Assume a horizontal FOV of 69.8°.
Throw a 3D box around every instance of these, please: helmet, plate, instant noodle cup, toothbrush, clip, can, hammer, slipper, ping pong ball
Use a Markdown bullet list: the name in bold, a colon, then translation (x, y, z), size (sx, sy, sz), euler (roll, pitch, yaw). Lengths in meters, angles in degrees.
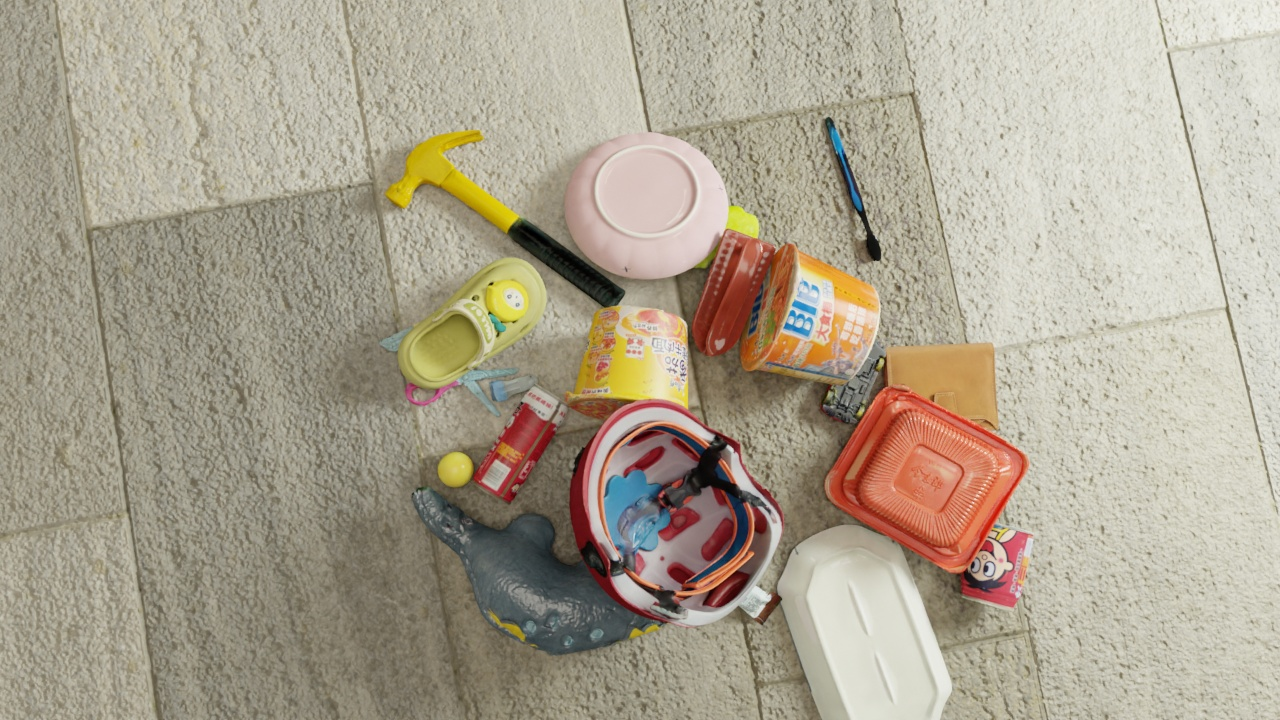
- **helmet**: translation (0.013, 0.162, 0.969), size (0.206, 0.144, 0.240), euler (-41, 99, -32)
- **plate**: translation (0.263, 0.323, 1.059), size (0.162, 0.034, 0.265), euler (-18, 86, -5)
- **instant noodle cup**: translation (0.319, 0.130, 1.033), size (0.189, 0.079, 0.164), euler (29, 93, 16)
- **toothbrush**: translation (0.258, -0.209, 1.116), size (0.014, 0.016, 0.189), euler (-19, 84, 4)
- **instant noodle cup**: translation (-0.006, 0.006, 1.026), size (0.138, 0.138, 0.109), euler (7, 76, -3)
- **clip**: translation (-0.146, 0.030, 1.065), size (0.058, 0.043, 0.027), euler (-16, 89, -20)
- **plate**: translation (0.007, -0.187, 1.061), size (0.192, 0.039, 0.192), euler (0, 70, -1)
- **instant noodle cup**: translation (0.192, -0.044, 1.036), size (0.111, 0.151, 0.151), euler (17, 84, -10)
- **can**: translation (0.410, 0.235, 1.059), size (0.066, 0.066, 0.093), euler (15, 85, -2)
- **hammer**: translation (-0.146, -0.158, 1.078), size (0.301, 0.033, 0.128), euler (37, 85, 0)
- **slipper**: translation (-0.184, -0.036, 1.028), size (0.190, 0.081, 0.091), euler (-38, 109, -8)
- **ping pong ball**: translation (-0.211, 0.124, 1.046), size (0.040, 0.040, 0.040), euler (0, 85, -3)
- **can**: translation (-0.136, 0.095, 1.046), size (0.053, 0.053, 0.132), euler (32, 84, 0)

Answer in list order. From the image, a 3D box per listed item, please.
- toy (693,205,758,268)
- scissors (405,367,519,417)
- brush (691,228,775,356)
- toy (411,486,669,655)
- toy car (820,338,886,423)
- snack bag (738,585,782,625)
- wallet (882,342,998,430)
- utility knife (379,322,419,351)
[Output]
- **toy**: translation (0.093, -0.150, 1.091), size (0.100, 0.031, 0.096), euler (-38, 89, -3)
- **scissors**: translation (-0.209, 0.012, 1.070), size (0.133, 0.017, 0.130), euler (-8, 83, -8)
- **brush**: translation (0.101, -0.073, 1.053), size (0.063, 0.069, 0.146), euler (20, 98, -7)
- **toy**: translation (-0.102, 0.248, 1.019), size (0.356, 0.091, 0.137), euler (23, 73, -3)
- **toy car**: translation (0.252, 0.021, 1.085), size (0.049, 0.031, 0.106), euler (24, 88, -2)
- **snack bag**: translation (0.110, 0.261, 1.059), size (0.104, 0.026, 0.048), euler (32, 107, -1)
- **wallet**: translation (0.357, 0.040, 1.092), size (0.130, 0.035, 0.119), euler (-3, 82, -1)
- **utility knife**: translation (-0.211, -0.053, 1.065), size (0.190, 0.020, 0.031), euler (-25, 88, -17)
